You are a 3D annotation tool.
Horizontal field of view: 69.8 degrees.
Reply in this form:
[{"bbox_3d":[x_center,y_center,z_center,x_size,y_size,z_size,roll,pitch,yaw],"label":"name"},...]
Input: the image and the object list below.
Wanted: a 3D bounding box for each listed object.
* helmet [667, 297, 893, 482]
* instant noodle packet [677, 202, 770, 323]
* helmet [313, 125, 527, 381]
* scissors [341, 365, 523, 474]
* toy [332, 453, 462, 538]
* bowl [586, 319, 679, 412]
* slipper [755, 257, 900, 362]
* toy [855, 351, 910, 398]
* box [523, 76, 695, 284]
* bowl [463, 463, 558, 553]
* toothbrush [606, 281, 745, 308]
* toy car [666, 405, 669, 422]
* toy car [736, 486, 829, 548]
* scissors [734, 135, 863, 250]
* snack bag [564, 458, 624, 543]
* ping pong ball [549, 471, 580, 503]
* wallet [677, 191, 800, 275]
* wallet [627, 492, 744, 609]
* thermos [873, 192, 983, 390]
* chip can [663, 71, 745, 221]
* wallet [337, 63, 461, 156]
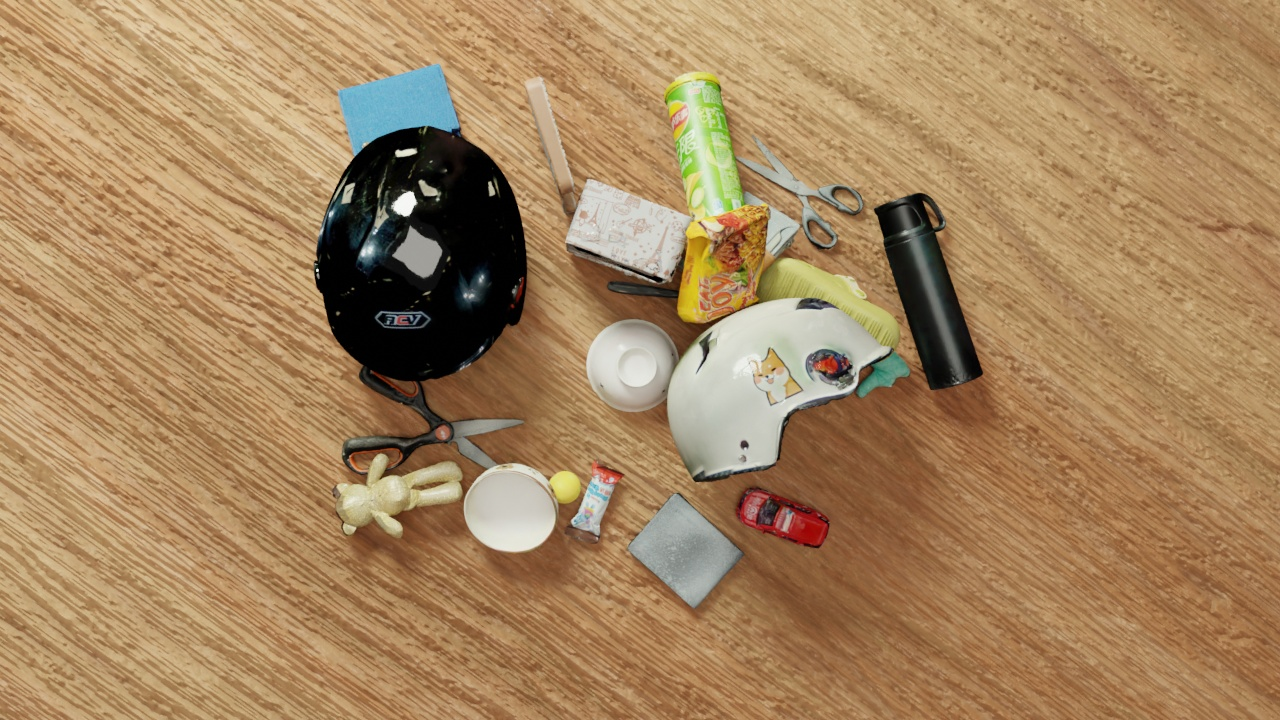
[{"bbox_3d":[0.138,0.016,1.056,0.273,0.230,0.157,-38,88,-11],"label":"helmet"},{"bbox_3d":[0.095,-0.105,1.029,0.110,0.044,0.129,-19,133,-28],"label":"instant noodle packet"},{"bbox_3d":[-0.246,-0.120,1.035,0.233,0.231,0.274,3,52,-4],"label":"helmet"},{"bbox_3d":[-0.267,0.079,1.138,0.221,0.022,0.225,-26,93,-3],"label":"scissors"},{"bbox_3d":[-0.293,0.163,1.116,0.157,0.066,0.105,-14,79,-3],"label":"toy"},{"bbox_3d":[-0.007,0.007,1.135,0.118,0.065,0.118,0,90,-5],"label":"bowl"},{"bbox_3d":[0.236,-0.067,1.148,0.190,0.081,0.092,30,124,7],"label":"slipper"},{"bbox_3d":[0.300,-0.001,1.174,0.096,0.030,0.092,-44,91,4],"label":"toy"},{"bbox_3d":[-0.057,-0.191,1.072,0.130,0.179,0.272,-43,94,-1],"label":"box"},{"bbox_3d":[-0.153,0.173,1.121,0.113,0.062,0.113,1,110,4],"label":"bowl"},{"bbox_3d":[0.047,-0.083,1.162,0.181,0.018,0.015,7,94,-3],"label":"toothbrush"},{"bbox_3d":[0.077,0.062,1.156,0.090,0.035,0.042,-12,94,-18],"label":"toy car"},{"bbox_3d":[0.182,0.200,1.162,0.120,0.045,0.053,19,88,-2],"label":"toy car"},{"bbox_3d":[0.207,-0.219,1.174,0.166,0.014,0.163,-10,89,-2],"label":"scissors"},{"bbox_3d":[-0.057,0.177,1.153,0.045,0.026,0.105,22,92,-7],"label":"snack bag"},{"bbox_3d":[-0.095,0.158,1.143,0.040,0.040,0.040,0,91,-4],"label":"ping pong ball"},{"bbox_3d":[0.121,-0.140,1.130,0.129,0.037,0.106,-47,51,-3],"label":"wallet"},{"bbox_3d":[0.057,0.241,1.167,0.121,0.019,0.097,42,86,-2],"label":"wallet"},{"bbox_3d":[0.372,-0.091,1.159,0.090,0.068,0.242,-18,92,-14],"label":"thermos"},{"bbox_3d":[0.081,-0.232,1.103,0.072,0.073,0.221,-9,74,-4],"label":"chip can"},{"bbox_3d":[-0.293,-0.297,1.123,0.133,0.040,0.106,-17,83,-3],"label":"wallet"}]
